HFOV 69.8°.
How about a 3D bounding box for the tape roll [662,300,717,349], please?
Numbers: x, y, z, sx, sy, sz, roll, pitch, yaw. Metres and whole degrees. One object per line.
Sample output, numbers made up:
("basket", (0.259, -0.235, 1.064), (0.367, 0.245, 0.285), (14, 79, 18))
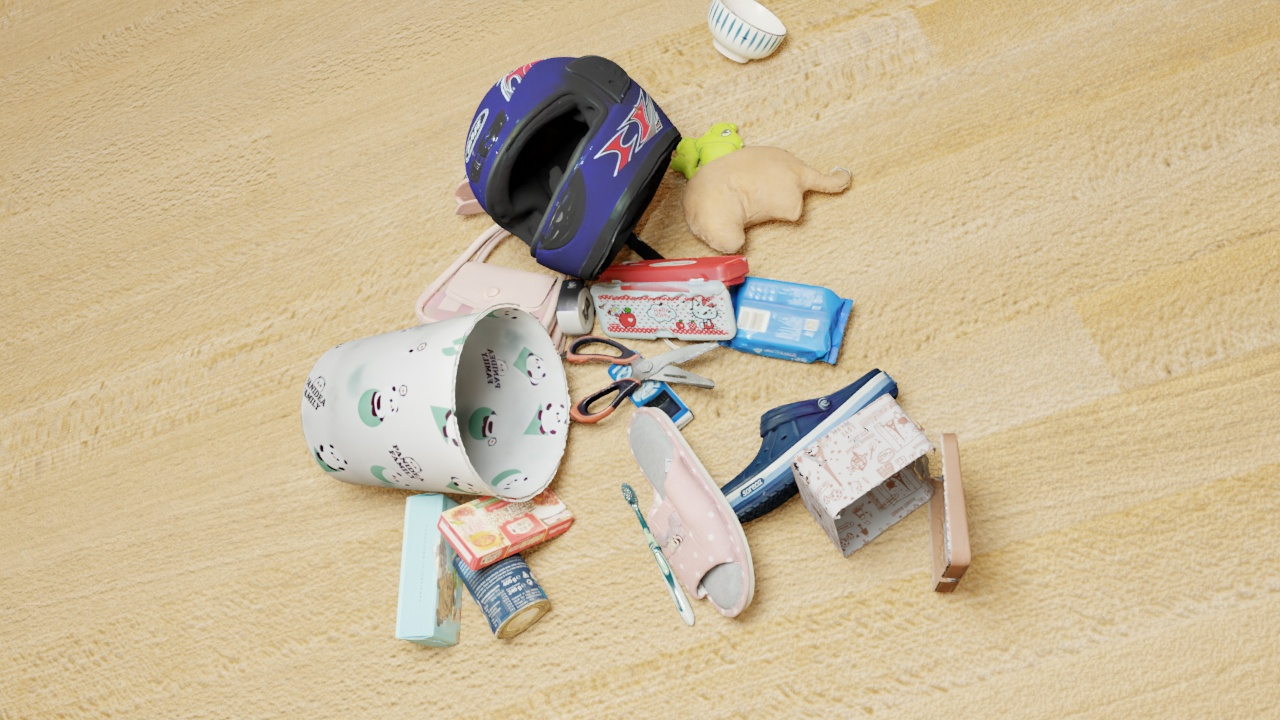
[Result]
("tape roll", (0.067, -0.047, 1.196), (0.086, 0.014, 0.085), (-5, 66, 12))

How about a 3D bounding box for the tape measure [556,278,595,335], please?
("tape measure", (-0.085, -0.066, 1.209), (0.034, 0.066, 0.065), (-2, 55, 18))

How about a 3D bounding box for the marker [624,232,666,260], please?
("marker", (-0.009, -0.161, 1.261), (0.022, 0.020, 0.132), (-47, 64, -3))

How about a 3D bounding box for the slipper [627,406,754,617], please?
("slipper", (0.045, 0.170, 1.059), (0.054, 0.114, 0.274), (-8, 55, -33))

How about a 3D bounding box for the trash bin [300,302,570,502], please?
("trash bin", (-0.251, 0.058, 1.109), (0.252, 0.229, 0.229), (-6, 65, 27))

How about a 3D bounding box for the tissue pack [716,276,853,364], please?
("tissue pack", (0.179, -0.049, 1.146), (0.157, 0.052, 0.094), (10, 72, 18))

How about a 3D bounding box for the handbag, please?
("handbag", (-0.178, -0.103, 1.253), (0.193, 0.093, 0.233), (13, 64, 18))

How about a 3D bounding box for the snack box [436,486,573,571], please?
("snack box", (-0.158, 0.191, 1.089), (0.075, 0.152, 0.026), (43, 126, 27))

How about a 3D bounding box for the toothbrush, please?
("toothbrush", (0.018, 0.226, 1.088), (0.016, 0.018, 0.191), (-29, 63, 2))

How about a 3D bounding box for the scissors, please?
("scissors", (-0.013, 0.015, 1.158), (0.225, 0.015, 0.189), (-39, 55, -1))

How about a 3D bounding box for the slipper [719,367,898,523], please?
("slipper", (0.183, 0.086, 1.057), (0.252, 0.105, 0.095), (-38, 68, -5))

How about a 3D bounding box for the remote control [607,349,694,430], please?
("remote control", (0.011, 0.042, 1.165), (0.049, 0.024, 0.125), (-40, 62, -4))

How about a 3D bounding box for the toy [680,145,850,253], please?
("toy", (0.163, -0.230, 1.218), (0.226, 0.082, 0.143), (-26, 68, -1))

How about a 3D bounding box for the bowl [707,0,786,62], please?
("bowl", (0.144, -0.473, 1.319), (0.116, 0.116, 0.066), (55, 132, 27))

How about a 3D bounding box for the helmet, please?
("helmet", (-0.100, -0.249, 1.143), (0.240, 0.248, 0.314), (28, 31, -1))

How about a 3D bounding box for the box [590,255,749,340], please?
("box", (0.038, -0.076, 1.174), (0.202, 0.095, 0.101), (2, 106, 34))

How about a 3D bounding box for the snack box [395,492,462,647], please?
("snack box", (-0.252, 0.254, 1.114), (0.052, 0.074, 0.174), (-6, 66, 13))

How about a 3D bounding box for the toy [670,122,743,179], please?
("toy", (0.095, -0.293, 1.285), (0.100, 0.031, 0.096), (6, 69, 22))

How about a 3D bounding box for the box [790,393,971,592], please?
("box", (0.279, 0.161, 0.962), (0.154, 0.183, 0.184), (-33, 60, -1))

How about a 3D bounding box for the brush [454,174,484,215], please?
("brush", (-0.200, -0.247, 1.323), (0.146, 0.063, 0.073), (-10, 55, 11))

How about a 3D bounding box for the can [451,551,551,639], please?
("can", (-0.165, 0.264, 1.087), (0.075, 0.075, 0.111), (-37, 64, -3))
